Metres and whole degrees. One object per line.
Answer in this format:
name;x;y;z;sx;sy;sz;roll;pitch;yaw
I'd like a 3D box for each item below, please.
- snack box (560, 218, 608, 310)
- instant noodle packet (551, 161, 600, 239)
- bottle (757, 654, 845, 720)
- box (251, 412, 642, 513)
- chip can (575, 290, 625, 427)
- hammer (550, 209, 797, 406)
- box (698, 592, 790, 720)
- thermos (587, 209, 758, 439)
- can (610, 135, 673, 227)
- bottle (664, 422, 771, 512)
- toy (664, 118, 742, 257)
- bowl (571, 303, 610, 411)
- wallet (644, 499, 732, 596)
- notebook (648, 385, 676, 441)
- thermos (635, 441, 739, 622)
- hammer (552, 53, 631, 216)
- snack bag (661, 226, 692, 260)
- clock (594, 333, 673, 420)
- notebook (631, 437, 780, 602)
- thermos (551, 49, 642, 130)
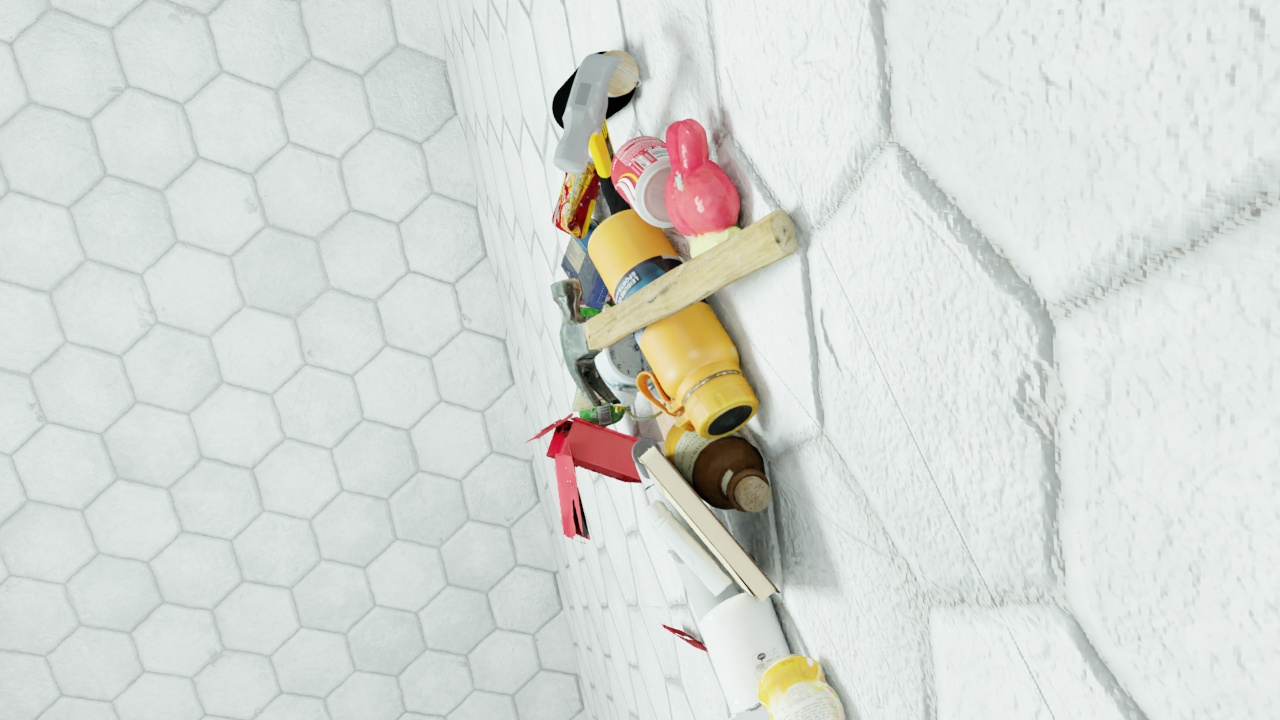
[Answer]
snack box;-0.066;-0.134;1.220;0.082;0.027;0.150;-65;27;19
instant noodle packet;-0.084;-0.213;1.206;0.135;0.039;0.098;-141;62;-71
bottle;0.144;0.306;0.779;0.109;0.063;0.063;-120;20;-51
box;-0.233;0.139;1.229;0.215;0.510;0.141;153;119;-76
chip can;-0.063;-0.006;1.313;0.075;0.075;0.224;-119;20;-50
hammer;0.016;-0.049;0.774;0.331;0.033;0.132;-25;74;56
box;0.108;0.312;0.914;0.143;0.083;0.137;112;141;-60
thermos;0.027;-0.031;0.859;0.232;0.076;0.092;61;139;30
can;0.012;-0.166;0.839;0.104;0.064;0.064;-122;22;-59
bottle;0.076;0.099;0.844;0.157;0.067;0.068;-143;41;-70
toy;0.051;-0.133;0.754;0.092;0.045;0.135;-4;105;68
bowl;-0.039;0.005;1.184;0.145;0.063;0.145;-164;92;-84
wallet;0.046;0.194;0.948;0.116;0.032;0.086;48;173;16
notebook;0.036;0.017;1.032;0.211;0.022;0.169;98;153;-59
thermos;0.055;0.197;1.018;0.052;0.052;0.224;114;134;-70
hammer;-0.034;-0.196;0.919;0.323;0.029;0.127;63;-141;-79
snack bag;0.041;-0.122;0.881;0.158;0.013;0.057;-140;38;-68
clock;-0.006;0.006;0.967;0.057;0.083;0.117;152;103;-70
notebook;0.054;0.148;0.849;0.167;0.024;0.225;49;175;9
thermos;-0.046;-0.286;0.973;0.231;0.061;0.061;-158;56;-74
